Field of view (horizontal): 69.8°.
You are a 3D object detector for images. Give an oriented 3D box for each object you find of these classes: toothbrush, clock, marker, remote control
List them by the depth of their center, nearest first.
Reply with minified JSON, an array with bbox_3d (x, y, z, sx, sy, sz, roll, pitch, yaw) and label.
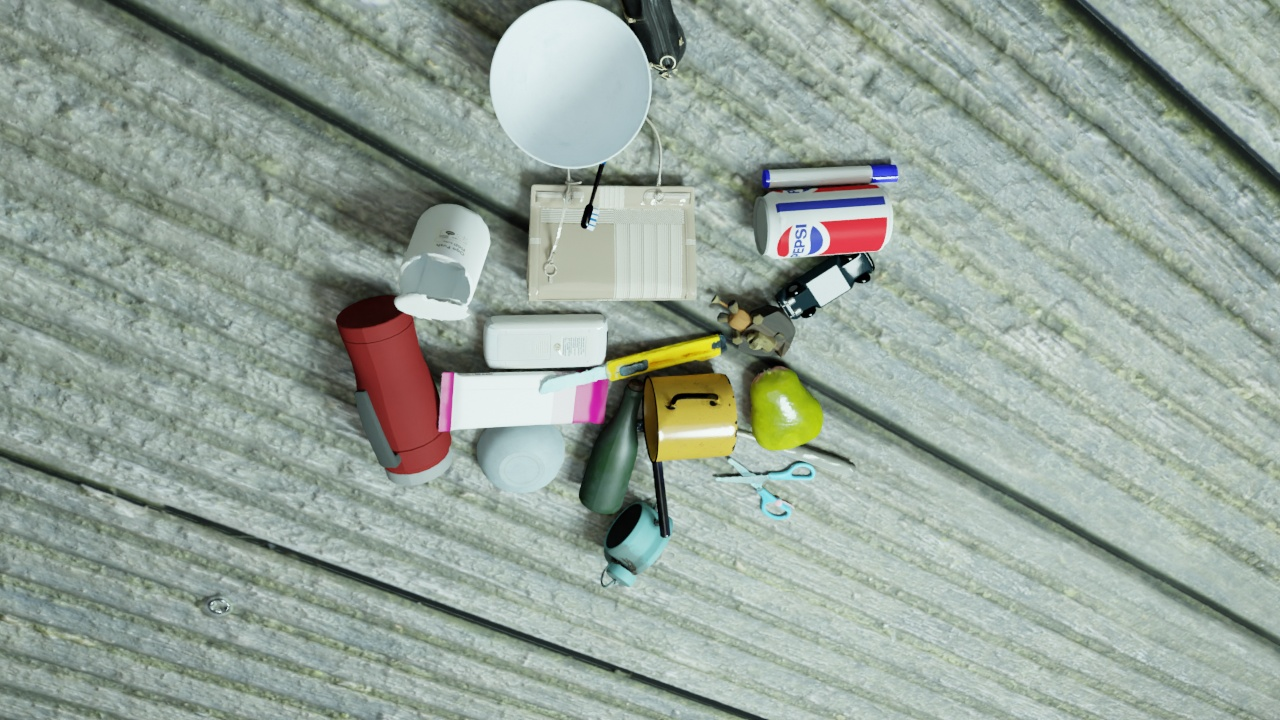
[{"bbox_3d":[-0.030,-0.209,0.893,0.014,0.014,0.168,13,98,-24],"label":"toothbrush"},{"bbox_3d":[0.199,-0.193,0.963,0.141,0.020,0.020,-4,121,-6],"label":"marker"},{"bbox_3d":[-0.105,-0.021,1.019,0.138,0.025,0.060,-1,121,-10],"label":"remote control"},{"bbox_3d":[0.187,0.112,1.146,0.185,0.024,0.022,18,77,-18],"label":"toothbrush"},{"bbox_3d":[-0.012,0.232,1.150,0.053,0.090,0.124,40,98,-15],"label":"clock"}]

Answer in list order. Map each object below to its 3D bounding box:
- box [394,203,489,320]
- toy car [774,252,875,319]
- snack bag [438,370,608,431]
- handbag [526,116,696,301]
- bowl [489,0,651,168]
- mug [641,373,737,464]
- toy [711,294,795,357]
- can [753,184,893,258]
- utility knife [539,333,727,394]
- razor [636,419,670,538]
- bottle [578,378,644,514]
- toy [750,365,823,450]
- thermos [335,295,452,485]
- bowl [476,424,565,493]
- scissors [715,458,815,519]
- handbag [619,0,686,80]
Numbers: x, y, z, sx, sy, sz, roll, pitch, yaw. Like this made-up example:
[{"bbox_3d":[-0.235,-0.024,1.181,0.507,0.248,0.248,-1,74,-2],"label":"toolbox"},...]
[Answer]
[{"bbox_3d":[-0.195,-0.085,0.901,0.080,0.143,0.090,20,127,-13],"label":"box"},{"bbox_3d":[0.204,-0.087,1.020,0.112,0.034,0.046,-33,120,12],"label":"toy car"},{"bbox_3d":[-0.128,0.043,1.030,0.196,0.016,0.070,-2,108,-26],"label":"snack bag"},{"bbox_3d":[-0.028,-0.161,0.939,0.175,0.062,0.198,-1,113,-8],"label":"handbag"},{"bbox_3d":[-0.061,-0.256,0.847,0.144,0.074,0.144,1,112,2],"label":"bowl"},{"bbox_3d":[0.058,0.060,1.041,0.094,0.100,0.124,-4,158,-9],"label":"mug"},{"bbox_3d":[0.123,-0.041,1.025,0.100,0.062,0.076,30,134,-12],"label":"toy"},{"bbox_3d":[0.190,-0.145,0.962,0.132,0.070,0.070,-5,121,-6],"label":"can"},{"bbox_3d":[-0.006,0.006,1.042,0.223,0.019,0.030,-13,119,-8],"label":"utility knife"},{"bbox_3d":[0.022,0.141,1.100,0.043,0.022,0.144,-7,90,-3],"label":"razor"},{"bbox_3d":[-0.027,0.099,1.087,0.055,0.055,0.174,10,118,-14],"label":"bottle"},{"bbox_3d":[0.171,0.056,1.092,0.090,0.051,0.110,-19,119,0],"label":"toy"},{"bbox_3d":[-0.266,0.041,0.985,0.084,0.107,0.199,0,121,14],"label":"thermos"},{"bbox_3d":[-0.141,0.118,1.089,0.106,0.039,0.106,-4,121,-6],"label":"bowl"},{"bbox_3d":[0.167,0.150,1.171,0.111,0.015,0.140,-41,124,16],"label":"scissors"},{"bbox_3d":[0.011,-0.316,0.826,0.054,0.079,0.129,-18,123,0],"label":"handbag"}]
